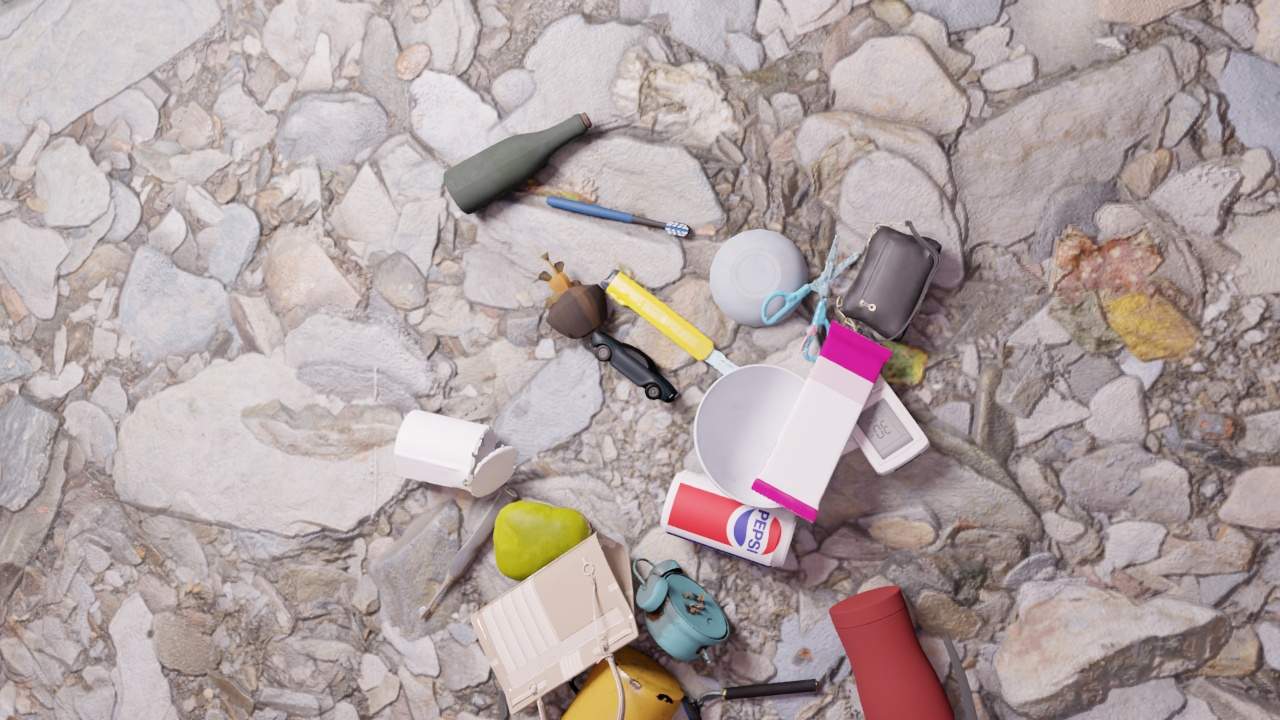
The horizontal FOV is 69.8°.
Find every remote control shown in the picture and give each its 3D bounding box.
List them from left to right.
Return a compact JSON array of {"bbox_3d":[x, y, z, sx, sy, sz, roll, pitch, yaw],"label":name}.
[{"bbox_3d":[0.233,0.049,0.941,0.060,0.025,0.138,-34,67,7],"label":"remote control"}]

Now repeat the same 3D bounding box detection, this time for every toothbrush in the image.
[{"bbox_3d":[-0.198,0.222,1.042,0.024,0.022,0.186,41,99,41],"label":"toothbrush"},{"bbox_3d":[-0.027,-0.161,1.020,0.168,0.014,0.014,14,102,11],"label":"toothbrush"}]

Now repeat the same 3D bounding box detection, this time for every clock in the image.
[{"bbox_3d":[0.036,0.257,0.960,0.124,0.090,0.053,43,106,9],"label":"clock"}]

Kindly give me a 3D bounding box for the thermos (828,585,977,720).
[{"bbox_3d":[0.271,0.329,0.912,0.108,0.084,0.198,-22,82,11],"label":"thermos"}]

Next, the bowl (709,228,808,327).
[{"bbox_3d":[0.124,-0.090,0.974,0.106,0.039,0.106,0,88,11],"label":"bowl"}]

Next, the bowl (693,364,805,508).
[{"bbox_3d":[0.118,0.082,0.944,0.144,0.074,0.143,2,77,-9],"label":"bowl"}]

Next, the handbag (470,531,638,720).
[{"bbox_3d":[-0.072,0.307,0.938,0.176,0.062,0.197,-36,49,14],"label":"handbag"}]

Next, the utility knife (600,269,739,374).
[{"bbox_3d":[0.047,-0.026,0.999,0.224,0.019,0.030,39,102,15],"label":"utility knife"}]

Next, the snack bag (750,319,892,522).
[{"bbox_3d":[0.181,0.058,0.911,0.070,0.016,0.196,27,74,4],"label":"snack bag"}]

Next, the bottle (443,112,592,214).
[{"bbox_3d":[-0.133,-0.227,1.023,0.174,0.055,0.055,-27,83,8],"label":"bottle"}]

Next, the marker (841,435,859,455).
[{"bbox_3d":[0.201,0.094,0.965,0.142,0.020,0.020,-28,83,9],"label":"marker"}]

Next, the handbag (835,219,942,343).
[{"bbox_3d":[0.255,-0.082,0.942,0.079,0.054,0.128,24,96,15],"label":"handbag"}]

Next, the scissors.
[{"bbox_3d":[0.173,-0.073,0.956,0.111,0.015,0.140,14,89,-23],"label":"scissors"}]

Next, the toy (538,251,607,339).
[{"bbox_3d":[-0.080,-0.073,1.005,0.076,0.063,0.100,-38,97,-28],"label":"toy"}]

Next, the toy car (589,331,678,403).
[{"bbox_3d":[-0.006,0.006,0.995,0.112,0.046,0.034,38,98,11],"label":"toy car"}]

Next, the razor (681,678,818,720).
[{"bbox_3d":[0.116,0.354,0.976,0.144,0.022,0.043,-13,128,6],"label":"razor"}]

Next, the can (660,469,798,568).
[{"bbox_3d":[0.093,0.166,0.958,0.132,0.070,0.070,17,92,11],"label":"can"}]

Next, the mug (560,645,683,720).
[{"bbox_3d":[-0.025,0.356,0.968,0.124,0.100,0.094,33,93,39],"label":"mug"}]

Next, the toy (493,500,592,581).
[{"bbox_3d":[-0.107,0.198,1.008,0.110,0.051,0.090,-3,90,9],"label":"toy"}]

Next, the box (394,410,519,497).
[{"bbox_3d":[-0.201,0.108,1.014,0.143,0.089,0.080,9,128,10],"label":"box"}]
